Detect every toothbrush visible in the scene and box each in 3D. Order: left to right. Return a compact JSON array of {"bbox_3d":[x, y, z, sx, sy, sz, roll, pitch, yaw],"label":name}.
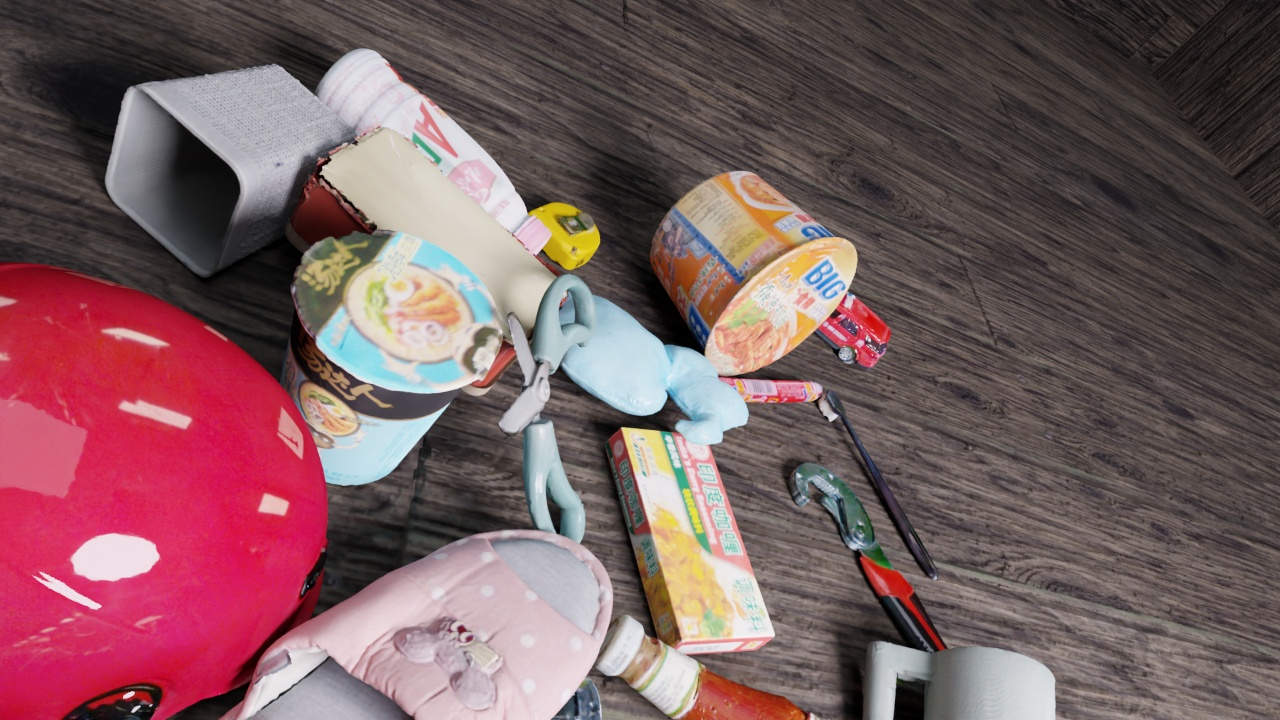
[{"bbox_3d":[0.201,0.104,0.779,0.015,0.018,0.181,-2,56,-48],"label":"toothbrush"}]

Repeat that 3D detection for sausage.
[{"bbox_3d":[0.100,0.025,0.769,0.155,0.020,0.020,3,52,-36],"label":"sausage"}]

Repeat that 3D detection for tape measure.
[{"bbox_3d":[-0.061,-0.107,0.759,0.060,0.029,0.057,46,39,7],"label":"tape measure"}]

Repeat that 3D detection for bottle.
[{"bbox_3d":[-0.154,-0.147,0.699,0.197,0.068,0.068,42,39,-4],"label":"bottle"},{"bbox_3d":[0.064,0.216,0.529,0.206,0.060,0.059,35,39,-5],"label":"bottle"}]

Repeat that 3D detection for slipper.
[{"bbox_3d":[-0.115,0.155,0.422,0.114,0.055,0.273,39,45,21],"label":"slipper"}]

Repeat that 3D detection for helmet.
[{"bbox_3d":[-0.237,0.047,0.389,0.239,0.144,0.206,8,47,-35],"label":"helmet"}]

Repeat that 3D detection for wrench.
[{"bbox_3d":[0.200,0.192,0.693,0.056,0.016,0.273,-14,62,-41],"label":"wrench"}]

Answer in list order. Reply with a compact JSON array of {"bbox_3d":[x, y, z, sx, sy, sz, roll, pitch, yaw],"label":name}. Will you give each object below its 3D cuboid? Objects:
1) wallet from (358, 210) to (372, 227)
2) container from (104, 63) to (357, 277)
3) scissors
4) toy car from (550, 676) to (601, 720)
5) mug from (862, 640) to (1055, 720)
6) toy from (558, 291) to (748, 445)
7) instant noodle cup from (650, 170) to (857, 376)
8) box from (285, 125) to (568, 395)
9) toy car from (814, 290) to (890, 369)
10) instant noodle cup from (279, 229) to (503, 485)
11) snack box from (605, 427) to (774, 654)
[{"bbox_3d":[-0.162,-0.063,0.644,0.115,0.024,0.087,39,34,-5],"label":"wallet"},{"bbox_3d":[-0.252,-0.126,0.581,0.090,0.090,0.114,41,36,1],"label":"container"},{"bbox_3d":[-0.049,0.027,0.565,0.019,0.174,0.169,-1,33,16],"label":"scissors"},{"bbox_3d":[-0.066,0.184,0.477,0.090,0.034,0.042,5,47,-16],"label":"toy car"},{"bbox_3d":[0.205,0.247,0.596,0.124,0.084,0.103,11,52,7],"label":"mug"},{"bbox_3d":[-0.004,0.004,0.677,0.156,0.050,0.161,4,39,-38],"label":"toy"},{"bbox_3d":[0.086,-0.077,0.764,0.151,0.152,0.111,-7,50,-42],"label":"instant noodle cup"},{"bbox_3d":[-0.131,-0.071,0.594,0.168,0.080,0.091,42,40,-6],"label":"box"},{"bbox_3d":[0.188,-0.044,0.885,0.120,0.045,0.052,36,38,-2],"label":"toy car"},{"bbox_3d":[-0.150,0.008,0.508,0.111,0.121,0.111,21,42,-20],"label":"instant noodle cup"},{"bbox_3d":[0.030,0.119,0.619,0.077,0.027,0.155,9,48,-34],"label":"snack box"}]
